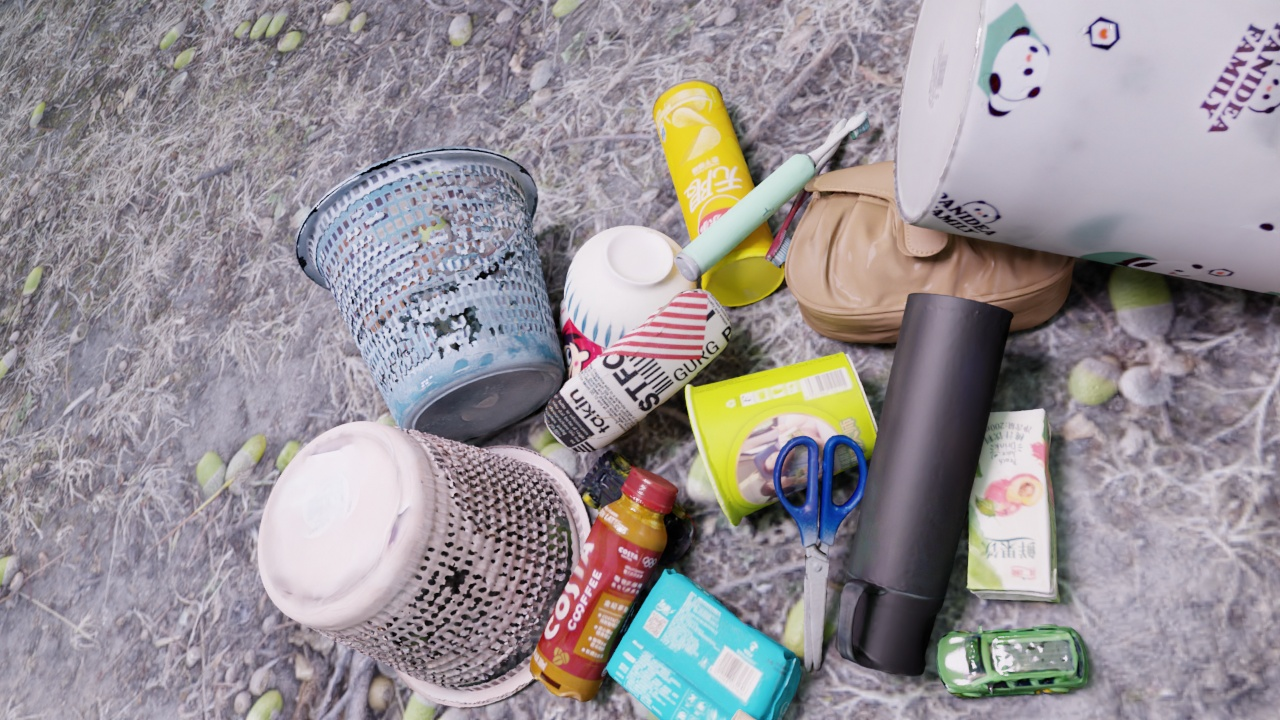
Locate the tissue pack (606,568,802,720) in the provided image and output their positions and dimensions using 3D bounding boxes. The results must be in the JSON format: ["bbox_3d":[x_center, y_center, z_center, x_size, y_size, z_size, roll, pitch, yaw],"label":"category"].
[{"bbox_3d":[0.043,0.220,0.661,0.133,0.050,0.093,29,85,35],"label":"tissue pack"}]

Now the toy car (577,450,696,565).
[{"bbox_3d":[-0.001,0.120,0.743,0.106,0.031,0.049,38,93,24],"label":"toy car"}]

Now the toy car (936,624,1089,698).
[{"bbox_3d":[0.234,0.190,0.584,0.091,0.036,0.043,-15,62,26],"label":"toy car"}]

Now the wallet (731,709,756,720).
[{"bbox_3d":[0.093,0.292,0.590,0.115,0.024,0.087,28,89,5],"label":"wallet"}]

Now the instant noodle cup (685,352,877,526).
[{"bbox_3d":[0.109,0.051,0.679,0.123,0.112,0.111,-20,59,9],"label":"instant noodle cup"}]

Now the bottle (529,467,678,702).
[{"bbox_3d":[-0.025,0.168,0.697,0.057,0.057,0.175,27,94,35],"label":"bottle"}]

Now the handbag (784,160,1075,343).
[{"bbox_3d":[0.212,-0.091,0.688,0.205,0.100,0.147,-5,64,19],"label":"handbag"}]

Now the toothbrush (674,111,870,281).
[{"bbox_3d":[0.112,-0.139,0.744,0.224,0.027,0.026,-42,36,-19],"label":"toothbrush"}]

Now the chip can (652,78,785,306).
[{"bbox_3d":[0.066,-0.153,0.813,0.072,0.072,0.213,-23,58,17],"label":"chip can"}]

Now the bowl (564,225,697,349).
[{"bbox_3d":[-0.005,-0.071,0.784,0.116,0.066,0.116,4,58,-6],"label":"bowl"}]

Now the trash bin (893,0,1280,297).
[{"bbox_3d":[0.298,-0.157,0.544,0.252,0.230,0.229,7,68,3],"label":"trash bin"}]

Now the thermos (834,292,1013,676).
[{"bbox_3d":[0.178,0.079,0.597,0.068,0.089,0.242,12,88,38],"label":"thermos"}]

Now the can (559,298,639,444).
[{"bbox_3d":[-0.038,0.004,0.805,0.053,0.053,0.132,-22,59,17],"label":"can"}]

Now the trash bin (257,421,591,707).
[{"bbox_3d":[-0.180,0.147,0.730,0.228,0.192,0.227,-12,62,23],"label":"trash bin"}]

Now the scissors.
[{"bbox_3d":[0.134,0.135,0.637,0.108,0.012,0.175,-23,99,-1],"label":"scissors"}]

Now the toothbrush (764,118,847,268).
[{"bbox_3d":[0.145,-0.145,0.771,0.187,0.017,0.016,-59,11,-32],"label":"toothbrush"}]

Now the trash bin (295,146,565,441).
[{"bbox_3d":[-0.168,-0.042,0.818,0.227,0.226,0.195,-28,70,13],"label":"trash bin"}]

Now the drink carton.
[{"bbox_3d":[0.248,0.097,0.613,0.054,0.045,0.122,-7,64,30],"label":"drink carton"}]

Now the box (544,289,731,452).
[{"bbox_3d":[-0.004,0.004,0.725,0.163,0.076,0.088,-42,23,3],"label":"box"}]
